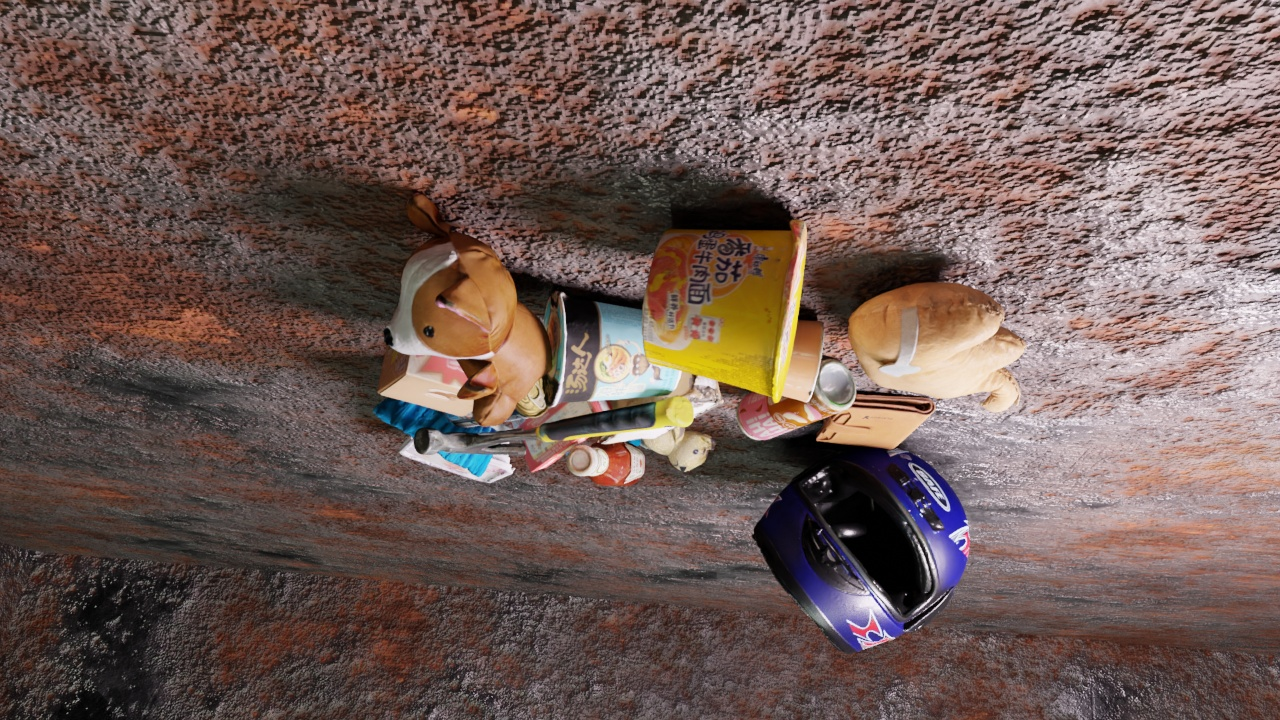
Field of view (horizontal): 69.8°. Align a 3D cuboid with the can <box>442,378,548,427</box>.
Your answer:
[{"bbox_3d":[-0.163,0.033,1.025,0.111,0.075,0.075,-10,153,35],"label":"can"}]

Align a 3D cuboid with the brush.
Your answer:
[{"bbox_3d":[-0.172,0.099,1.128,0.314,0.109,0.061,39,165,-35],"label":"brush"}]

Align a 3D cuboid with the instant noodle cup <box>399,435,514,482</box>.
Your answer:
[{"bbox_3d":[-0.242,0.111,1.230,0.138,0.060,0.174,21,159,-16],"label":"instant noodle cup"}]

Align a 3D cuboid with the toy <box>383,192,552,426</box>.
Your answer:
[{"bbox_3d":[-0.149,-0.035,0.772,0.130,0.140,0.200,-27,154,-11],"label":"toy"}]

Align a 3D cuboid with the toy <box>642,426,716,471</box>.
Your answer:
[{"bbox_3d":[0.014,0.090,1.142,0.157,0.066,0.105,23,141,-6],"label":"toy"}]

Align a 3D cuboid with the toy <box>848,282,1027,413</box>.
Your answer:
[{"bbox_3d":[0.271,-0.004,0.831,0.144,0.082,0.226,0,162,35],"label":"toy"}]

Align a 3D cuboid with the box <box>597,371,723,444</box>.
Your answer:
[{"bbox_3d":[0.011,0.047,1.018,0.089,0.060,0.185,-3,166,-30],"label":"box"}]

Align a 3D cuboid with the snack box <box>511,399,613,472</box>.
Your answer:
[{"bbox_3d":[-0.092,0.065,1.048,0.025,0.075,0.153,-11,161,-44],"label":"snack box"}]

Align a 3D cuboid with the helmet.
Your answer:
[{"bbox_3d":[0.294,0.226,1.172,0.240,0.247,0.315,-40,158,3],"label":"helmet"}]

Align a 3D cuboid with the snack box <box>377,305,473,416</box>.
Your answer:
[{"bbox_3d":[-0.195,-0.007,0.907,0.092,0.094,0.077,19,154,-30],"label":"snack box"}]

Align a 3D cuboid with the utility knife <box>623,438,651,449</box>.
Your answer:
[{"bbox_3d":[-0.035,0.092,1.206,0.018,0.034,0.198,-49,137,14],"label":"utility knife"}]

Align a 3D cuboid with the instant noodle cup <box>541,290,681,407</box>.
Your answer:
[{"bbox_3d":[-0.026,-0.009,0.869,0.120,0.111,0.111,3,160,-15],"label":"instant noodle cup"}]

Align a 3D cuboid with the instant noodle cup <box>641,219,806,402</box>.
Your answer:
[{"bbox_3d":[0.067,-0.044,0.723,0.110,0.137,0.138,10,160,13],"label":"instant noodle cup"}]

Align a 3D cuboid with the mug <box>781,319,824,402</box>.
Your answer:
[{"bbox_3d":[0.105,-0.009,0.871,0.123,0.078,0.078,10,158,3],"label":"mug"}]

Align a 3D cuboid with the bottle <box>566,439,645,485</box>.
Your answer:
[{"bbox_3d":[-0.043,0.123,1.112,0.060,0.059,0.206,0,172,13],"label":"bottle"}]

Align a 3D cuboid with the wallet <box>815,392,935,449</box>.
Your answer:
[{"bbox_3d":[0.274,0.073,1.089,0.108,0.031,0.132,5,157,-3],"label":"wallet"}]

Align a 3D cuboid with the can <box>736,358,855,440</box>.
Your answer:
[{"bbox_3d":[0.168,0.045,1.004,0.058,0.057,0.148,16,156,-24],"label":"can"}]

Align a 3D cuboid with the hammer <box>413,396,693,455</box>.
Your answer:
[{"bbox_3d":[-0.084,0.072,0.959,0.324,0.032,0.126,-11,168,36],"label":"hammer"}]
